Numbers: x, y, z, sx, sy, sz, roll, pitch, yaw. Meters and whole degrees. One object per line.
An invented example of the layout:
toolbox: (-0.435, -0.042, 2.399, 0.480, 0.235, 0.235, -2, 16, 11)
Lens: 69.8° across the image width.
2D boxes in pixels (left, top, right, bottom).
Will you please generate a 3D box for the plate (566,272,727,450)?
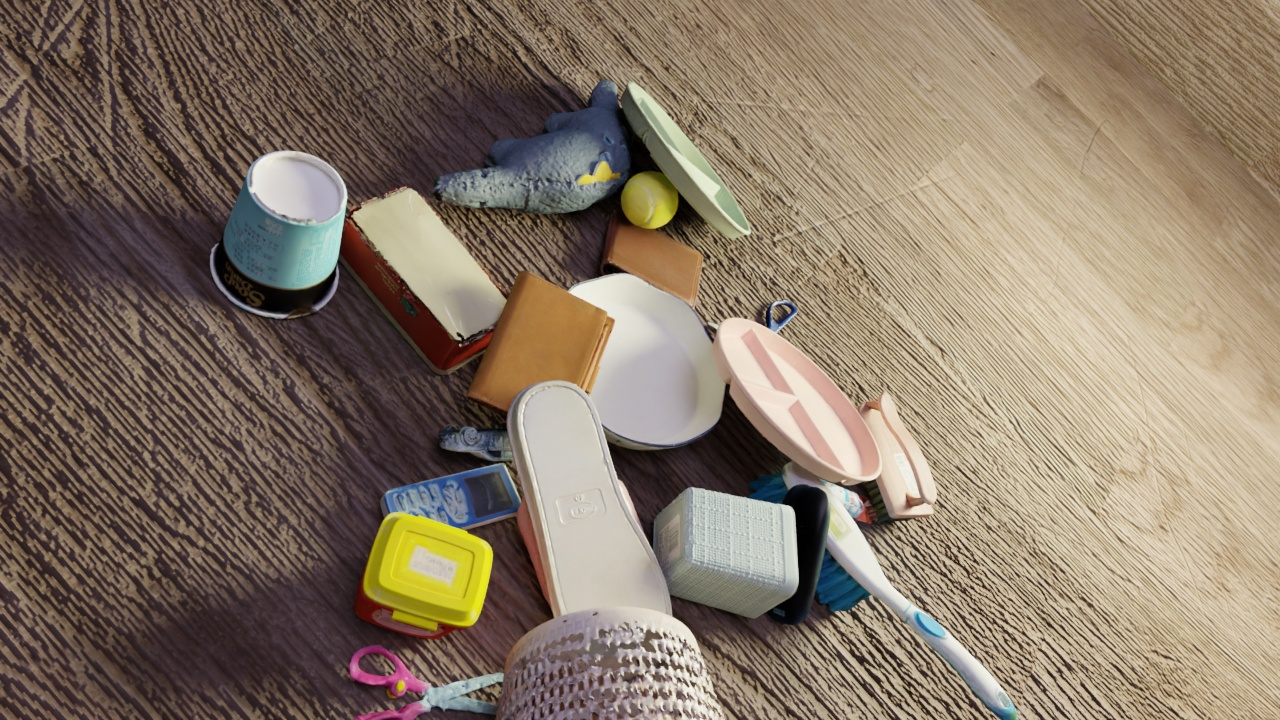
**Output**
plate: (-0.006, 0.006, 0.950, 0.204, 0.046, 0.204, 17, 52, -23)

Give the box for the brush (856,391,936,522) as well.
brush: (0.284, 0.110, 1.043, 0.063, 0.073, 0.145, 4, 55, -30)

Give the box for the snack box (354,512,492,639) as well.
snack box: (-0.171, 0.172, 0.706, 0.091, 0.080, 0.081, 23, 49, -18)

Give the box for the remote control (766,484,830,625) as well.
remote control: (0.149, 0.187, 0.882, 0.024, 0.053, 0.136, 12, 90, -64)

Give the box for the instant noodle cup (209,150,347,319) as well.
instant noodle cup: (-0.303, -0.113, 0.791, 0.111, 0.121, 0.111, 16, 52, -22)

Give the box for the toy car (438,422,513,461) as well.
toy car: (-0.137, 0.073, 0.825, 0.090, 0.043, 0.034, 3, 92, -36)

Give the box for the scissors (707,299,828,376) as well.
scissors: (0.157, -0.015, 1.089, 0.162, 0.012, 0.175, 39, 48, -3)

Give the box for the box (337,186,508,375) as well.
box: (-0.199, -0.081, 0.866, 0.168, 0.077, 0.091, 49, 48, 5)

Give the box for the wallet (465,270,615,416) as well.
wallet: (-0.088, -0.004, 0.849, 0.107, 0.031, 0.131, 25, 73, -16)

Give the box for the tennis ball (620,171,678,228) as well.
tennis ball: (0.010, -0.183, 1.044, 0.065, 0.066, 0.065, 16, 52, -22)

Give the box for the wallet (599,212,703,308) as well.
wallet: (0.013, -0.111, 1.053, 0.124, 0.032, 0.101, 26, 45, -15)

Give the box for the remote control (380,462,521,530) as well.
remote control: (-0.159, 0.123, 0.786, 0.124, 0.024, 0.049, -9, 65, -41)

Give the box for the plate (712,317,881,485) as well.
plate: (0.164, 0.044, 0.977, 0.229, 0.028, 0.229, 33, 26, -18)

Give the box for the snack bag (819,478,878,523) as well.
snack bag: (0.209, 0.149, 0.997, 0.104, 0.026, 0.048, 24, 22, -19)

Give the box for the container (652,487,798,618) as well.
container: (0.074, 0.178, 0.856, 0.111, 0.090, 0.090, 16, 52, -18)

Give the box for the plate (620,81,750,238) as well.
plate: (0.052, -0.235, 1.096, 0.230, 0.027, 0.229, 46, 19, -20)

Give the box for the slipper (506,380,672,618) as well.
slipper: (-0.050, 0.150, 0.805, 0.114, 0.055, 0.274, -17, 84, -30)

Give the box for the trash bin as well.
trash bin: (-0.018, 0.293, 0.648, 0.227, 0.228, 0.191, 15, 40, -24)

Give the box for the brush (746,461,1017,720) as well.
brush: (0.227, 0.229, 0.900, 0.060, 0.110, 0.314, -24, 74, -43)

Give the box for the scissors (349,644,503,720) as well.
scissors: (-0.159, 0.265, 0.697, 0.137, 0.017, 0.093, 23, 49, -22)

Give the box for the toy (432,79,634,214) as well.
toy: (-0.086, -0.229, 1.031, 0.138, 0.092, 0.355, 36, 44, 10)
